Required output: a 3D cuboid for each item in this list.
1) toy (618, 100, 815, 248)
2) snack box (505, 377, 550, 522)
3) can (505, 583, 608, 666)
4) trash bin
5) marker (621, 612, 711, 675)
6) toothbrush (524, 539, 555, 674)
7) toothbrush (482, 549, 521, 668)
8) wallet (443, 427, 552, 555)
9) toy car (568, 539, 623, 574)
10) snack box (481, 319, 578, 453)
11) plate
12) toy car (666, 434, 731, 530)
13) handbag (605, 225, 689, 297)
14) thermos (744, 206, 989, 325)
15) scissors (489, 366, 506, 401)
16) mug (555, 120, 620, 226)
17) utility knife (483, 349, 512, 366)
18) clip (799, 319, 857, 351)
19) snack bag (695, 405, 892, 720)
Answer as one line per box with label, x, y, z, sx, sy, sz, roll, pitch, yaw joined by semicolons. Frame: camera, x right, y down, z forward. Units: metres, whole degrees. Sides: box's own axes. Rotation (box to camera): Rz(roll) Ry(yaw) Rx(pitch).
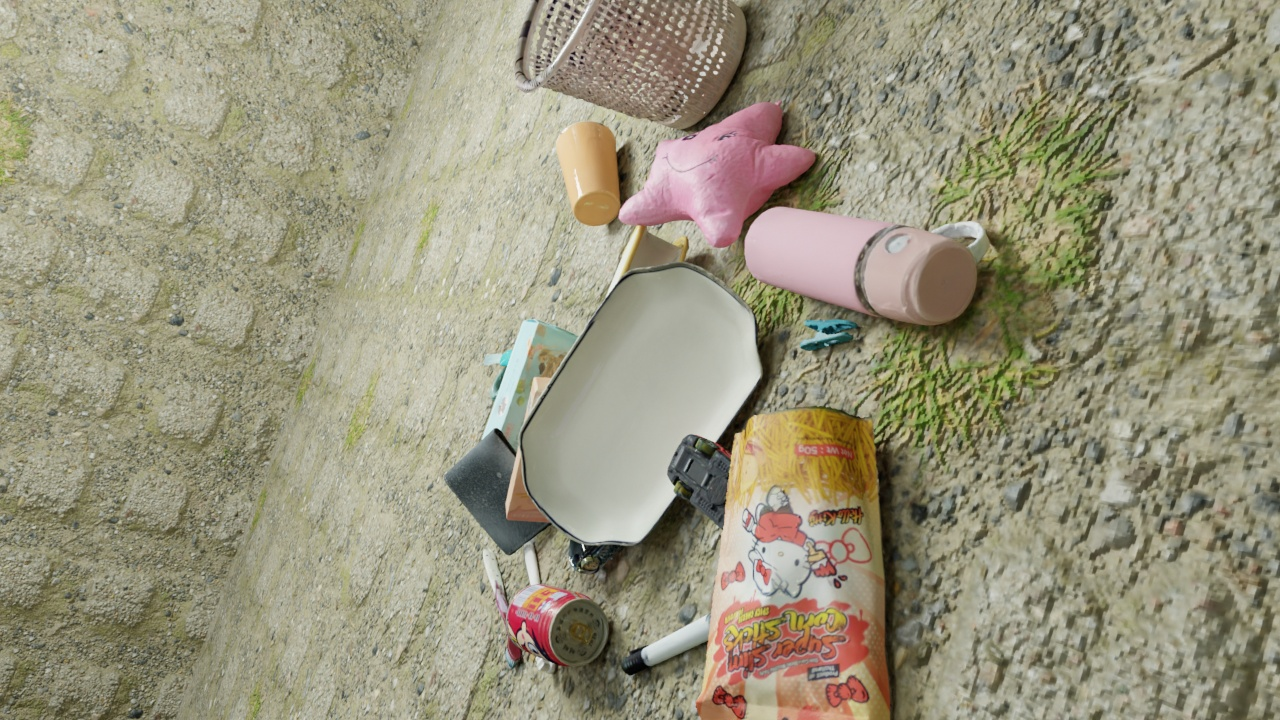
toy;0.070;-0.182;0.861;0.178;0.074;0.195;-48;39;-14
snack box;-0.078;0.091;0.899;0.026;0.084;0.157;-111;32;-56
can;-0.078;0.247;0.857;0.094;0.066;0.066;-11;63;58
trash bin;-0.003;-0.357;0.994;0.228;0.192;0.227;-39;41;43
marker;0.026;0.228;0.741;0.131;0.018;0.022;-42;29;41
toothbrush;-0.110;0.252;0.964;0.016;0.016;0.180;-53;31;22
toothbrush;-0.159;0.275;1.037;0.017;0.016;0.187;-69;27;21
wallet;-0.152;0.147;1.012;0.097;0.121;0.019;-41;-3;29
toy car;-0.029;0.159;0.865;0.106;0.031;0.049;-47;35;21
snack box;-0.123;0.045;1.063;0.052;0.074;0.174;11;81;61
plate;0.000;0.040;0.812;0.162;0.034;0.266;38;102;21
toy car;0.070;0.101;0.716;0.120;0.045;0.053;39;107;49
handbag;-0.018;-0.042;0.946;0.163;0.063;0.179;-68;8;-23
thermos;0.160;-0.078;0.667;0.087;0.067;0.199;-42;25;-11
scissors;-0.156;0.058;1.176;0.178;0.019;0.169;-18;55;52
mug;-0.062;-0.230;1.147;0.078;0.078;0.122;-45;41;38
utility knife;-0.157;-0.004;1.189;0.210;0.013;0.029;-1;61;55
clip;0.144;-0.022;0.704;0.057;0.014;0.048;-3;67;59
snack bag;0.102;0.139;0.607;0.129;0.073;0.207;-8;62;32
